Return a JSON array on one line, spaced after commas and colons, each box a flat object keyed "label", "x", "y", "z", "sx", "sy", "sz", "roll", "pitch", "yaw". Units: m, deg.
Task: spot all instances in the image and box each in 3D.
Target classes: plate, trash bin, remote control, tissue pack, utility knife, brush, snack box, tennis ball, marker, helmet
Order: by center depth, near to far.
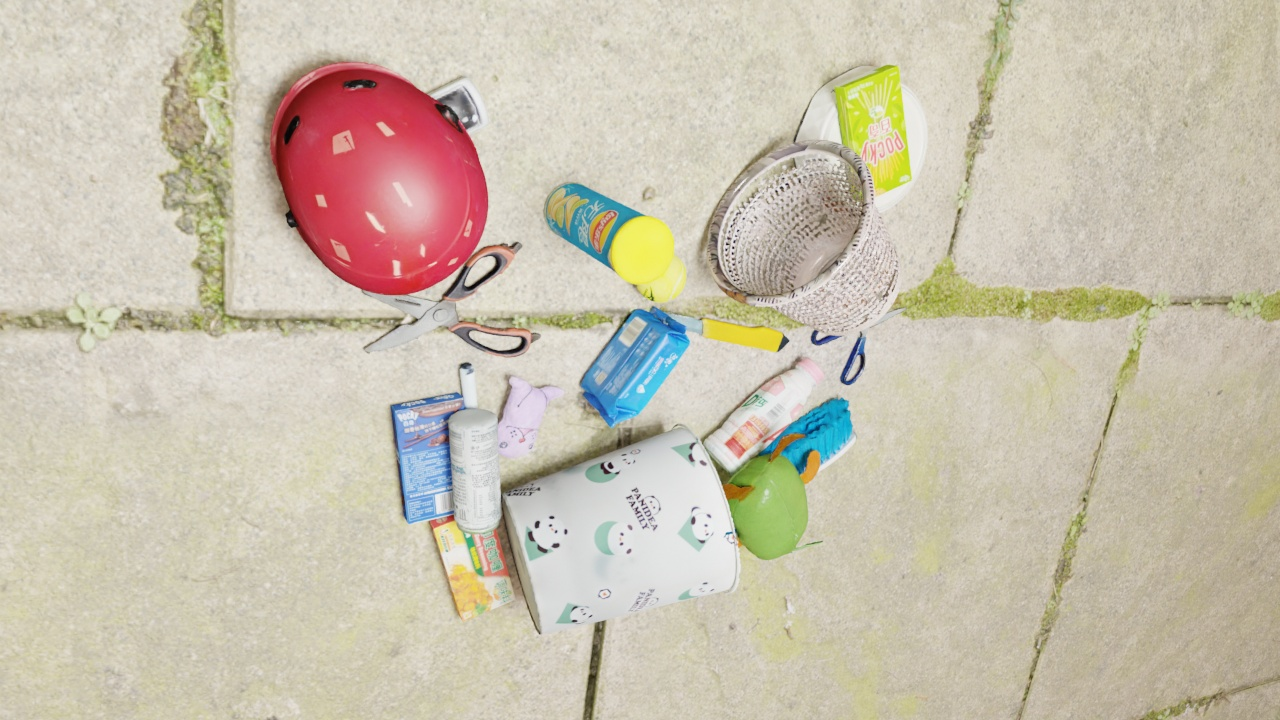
[{"label": "helmet", "x": -0.255, "y": -0.169, "z": 0.927, "sx": 0.207, "sy": 0.144, "sz": 0.240, "roll": -34, "pitch": 130, "yaw": -4}, {"label": "remote control", "x": -0.238, "y": -0.251, "z": 0.994, "sx": 0.150, "sy": 0.021, "sz": 0.058, "roll": -31, "pitch": 120, "yaw": -11}, {"label": "snack box", "x": -0.255, "y": 0.121, "z": 1.130, "sx": 0.084, "sy": 0.026, "sz": 0.157, "roll": -11, "pitch": 114, "yaw": -24}, {"label": "marker", "x": -0.209, "y": 0.065, "z": 1.134, "sx": 0.018, "sy": 0.022, "sz": 0.131, "roll": 0, "pitch": 114, "yaw": 5}, {"label": "tennis ball", "x": 0.025, "y": -0.105, "z": 1.155, "sx": 0.065, "sy": 0.065, "sz": 0.065, "roll": -10, "pitch": 114, "yaw": -23}, {"label": "tissue pack", "x": -0.007, "y": 0.007, "z": 1.168, "sx": 0.052, "sy": 0.095, "sz": 0.157, "roll": 36, "pitch": 92, "yaw": -38}, {"label": "trash bin", "x": 0.229, "y": -0.135, "z": 1.172, "sx": 0.192, "sy": 0.227, "sz": 0.227, "roll": 32, "pitch": 93, "yaw": -45}, {"label": "trash bin", "x": -0.033, "y": 0.224, "z": 1.173, "sx": 0.251, "sy": 0.229, "sz": 0.230, "roll": -15, "pitch": 116, "yaw": -15}, {"label": "snack box", "x": 0.303, "y": -0.292, "z": 1.187, "sx": 0.085, "sy": 0.026, "sz": 0.156, "roll": -24, "pitch": 119, "yaw": -15}, {"label": "snack box", "x": -0.219, "y": 0.263, "z": 1.204, "sx": 0.077, "sy": 0.027, "sz": 0.156, "roll": -20, "pitch": 117, "yaw": -19}, {"label": "plate", "x": 0.304, "y": -0.286, "z": 1.233, "sx": 0.204, "sy": 0.045, "sz": 0.205, "roll": -10, "pitch": 114, "yaw": -23}, {"label": "utility knife", "x": 0.117, "y": -0.042, "z": 1.254, "sx": 0.219, "sy": 0.015, "sz": 0.033, "roll": 11, "pitch": 106, "yaw": -32}, {"label": "brush", "x": 0.196, "y": 0.180, "z": 1.364, "sx": 0.314, "sy": 0.060, "sz": 0.109, "roll": -32, "pitch": 124, "yaw": -8}]

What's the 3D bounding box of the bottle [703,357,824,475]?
[{"label": "bottle", "x": 0.179, "y": 0.075, "z": 1.303, "sx": 0.197, "sy": 0.068, "sz": 0.068, "roll": -44, "pitch": 122, "yaw": -6}]

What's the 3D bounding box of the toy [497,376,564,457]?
[{"label": "toy", "x": -0.148, "y": 0.074, "z": 1.158, "sx": 0.083, "sy": 0.039, "sz": 0.108, "roll": 13, "pitch": 102, "yaw": -39}]

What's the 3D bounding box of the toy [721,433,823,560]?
[{"label": "toy", "x": 0.177, "y": 0.201, "z": 1.276, "sx": 0.226, "sy": 0.090, "sz": 0.247, "roll": -38, "pitch": 137, "yaw": -15}]

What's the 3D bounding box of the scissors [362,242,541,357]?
[{"label": "scissors", "x": -0.217, "y": -0.056, "z": 1.086, "sx": 0.225, "sy": 0.015, "sz": 0.189, "roll": -38, "pitch": 122, "yaw": -7}]

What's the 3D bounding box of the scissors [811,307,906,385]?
[{"label": "scissors", "x": 0.323, "y": -0.042, "z": 1.358, "sx": 0.162, "sy": 0.012, "sz": 0.176, "roll": 0, "pitch": 109, "yaw": -26}]

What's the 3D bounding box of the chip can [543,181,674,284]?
[{"label": "chip can", "x": -0.041, "y": -0.146, "z": 1.021, "sx": 0.071, "sy": 0.210, "sz": 0.071, "roll": -10, "pitch": 114, "yaw": -23}]

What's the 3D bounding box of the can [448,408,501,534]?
[{"label": "can", "x": -0.200, "y": 0.134, "z": 1.113, "sx": 0.058, "sy": 0.058, "sz": 0.147, "roll": -9, "pitch": 113, "yaw": -23}]
